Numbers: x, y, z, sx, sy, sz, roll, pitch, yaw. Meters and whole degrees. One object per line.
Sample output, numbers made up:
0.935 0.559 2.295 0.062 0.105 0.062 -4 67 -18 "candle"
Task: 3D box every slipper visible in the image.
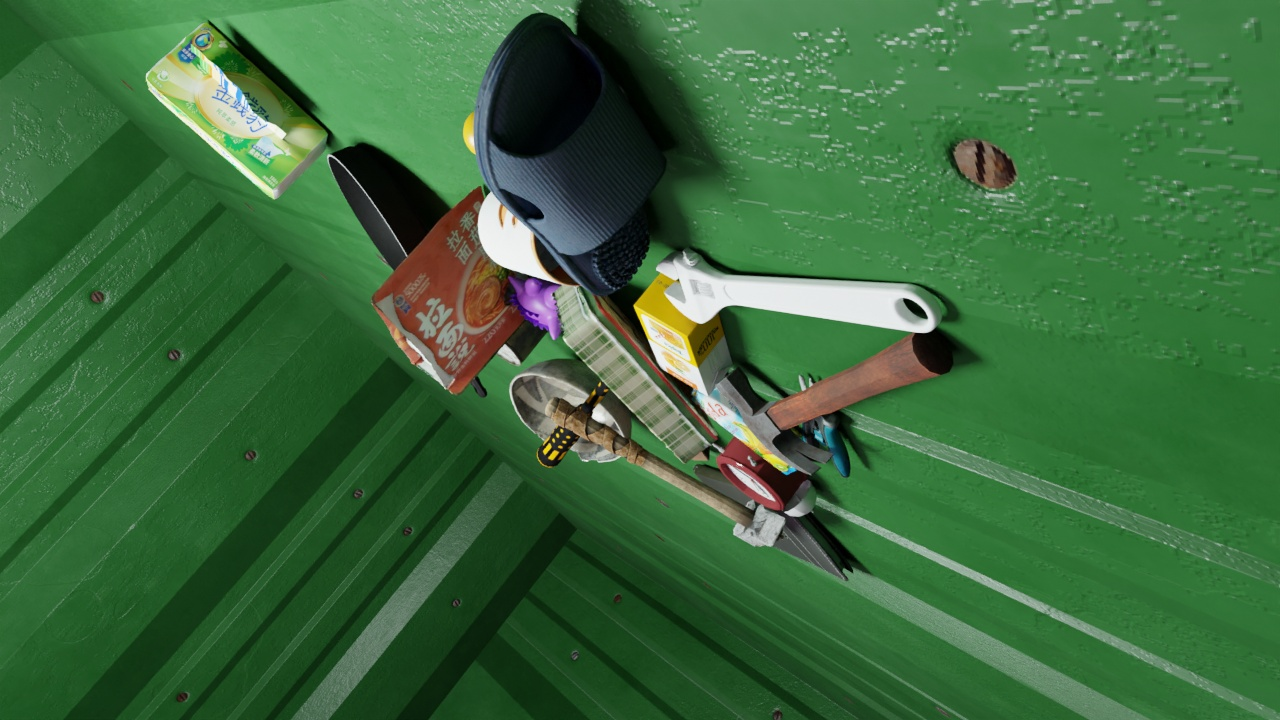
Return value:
-0.027 -0.110 0.613 0.082 0.101 0.264 33 168 25 "slipper"

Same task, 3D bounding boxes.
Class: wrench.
0.098 -0.046 0.648 0.274 0.018 0.066 13 142 55 "wrench"

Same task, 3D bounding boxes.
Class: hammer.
0.029 0.131 1.089 0.319 0.049 0.121 30 172 1 "hammer"
-0.071 0.059 1.140 0.123 0.036 0.322 34 144 -5 "hammer"
0.146 0.027 0.706 0.111 0.028 0.301 51 161 1 "hammer"

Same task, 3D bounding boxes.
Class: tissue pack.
-0.482 -0.305 1.103 0.197 0.120 0.141 37 168 -17 "tissue pack"

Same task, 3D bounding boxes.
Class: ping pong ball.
-0.121 -0.181 0.732 0.040 0.040 0.040 36 165 11 "ping pong ball"

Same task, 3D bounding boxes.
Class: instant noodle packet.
-0.204 -0.080 0.997 0.084 0.164 0.221 36 164 18 "instant noodle packet"

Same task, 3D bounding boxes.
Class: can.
-0.164 -0.050 1.161 0.090 0.074 0.090 35 164 12 "can"

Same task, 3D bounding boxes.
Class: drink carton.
0.108 0.060 0.903 0.129 0.038 0.044 38 166 4 "drink carton"
0.041 -0.020 0.824 0.058 0.040 0.122 31 164 26 "drink carton"

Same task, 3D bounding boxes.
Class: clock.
0.138 0.126 1.009 0.096 0.048 0.137 19 154 53 "clock"

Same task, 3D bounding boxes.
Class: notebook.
0.175 0.212 1.221 0.169 0.029 0.209 47 166 -24 "notebook"

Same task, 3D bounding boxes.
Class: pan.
-0.275 -0.107 1.152 0.356 0.044 0.204 61 162 -21 "pan"

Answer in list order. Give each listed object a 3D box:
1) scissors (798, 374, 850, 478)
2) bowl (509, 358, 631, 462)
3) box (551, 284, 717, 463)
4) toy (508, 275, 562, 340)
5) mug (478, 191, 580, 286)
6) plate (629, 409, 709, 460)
0.163 0.061 0.814 0.144 0.019 0.126 47 165 -10 "scissors"
-0.082 0.053 1.241 0.178 0.081 0.179 21 147 14 "bowl"
-0.006 0.005 0.930 0.205 0.050 0.117 49 -170 -27 "box"
-0.104 -0.061 1.020 0.088 0.055 0.106 30 166 33 "toy"
-0.077 -0.109 0.762 0.105 0.082 0.082 20 156 54 "mug"
0.037 0.077 1.150 0.131 0.025 0.131 36 165 11 "plate"
